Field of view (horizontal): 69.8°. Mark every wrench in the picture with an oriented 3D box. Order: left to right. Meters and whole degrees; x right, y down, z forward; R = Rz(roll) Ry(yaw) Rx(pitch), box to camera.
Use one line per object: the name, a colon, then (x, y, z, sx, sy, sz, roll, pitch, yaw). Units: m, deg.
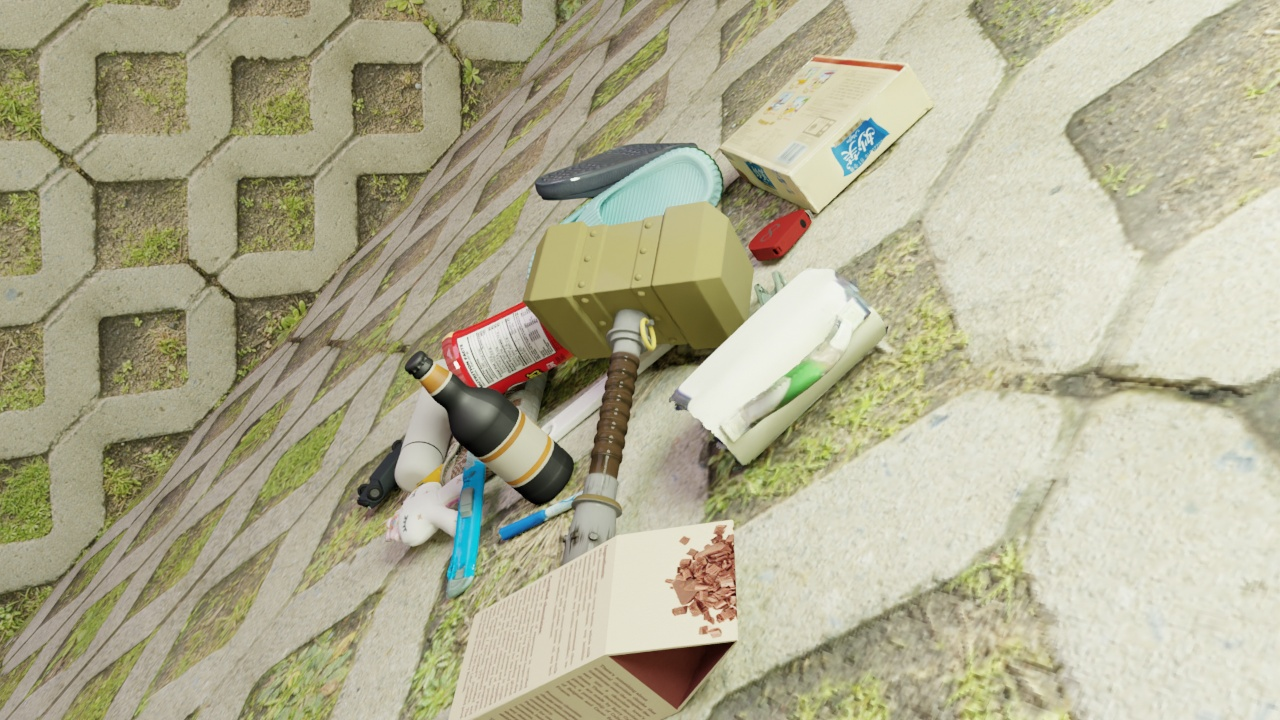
wrench: (-0.005, 0.005, 0.910, 0.274, 0.018, 0.066, -39, 26, 16)

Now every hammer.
hammer: (-0.020, 0.034, 0.771, 0.191, 0.101, 0.324, -5, 57, 25)

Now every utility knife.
utility knife: (-0.171, 0.140, 0.913, 0.031, 0.015, 0.206, -13, 46, 11)

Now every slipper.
slipper: (-0.026, -0.150, 1.069, 0.276, 0.116, 0.069, -36, -10, 10)
slipper: (-0.019, -0.226, 1.178, 0.111, 0.083, 0.267, 8, 26, 41)

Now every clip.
clip: (0.118, -0.050, 0.798, 0.043, 0.023, 0.075, -34, 29, 20)

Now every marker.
marker: (-0.075, 0.133, 0.826, 0.142, 0.013, 0.013, -29, 29, 31)

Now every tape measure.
tape measure: (-0.238, 0.154, 1.022, 0.068, 0.030, 0.058, -39, 23, 15)
tape measure: (0.133, -0.119, 0.884, 0.058, 0.019, 0.051, -47, 22, -22)

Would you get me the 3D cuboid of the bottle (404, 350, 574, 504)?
bottle: (-0.141, 0.057, 0.840, 0.059, 0.181, 0.059, -35, 26, 20)

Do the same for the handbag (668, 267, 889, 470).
handbag: (0.105, 0.009, 0.642, 0.151, 0.074, 0.176, -44, 6, -2)

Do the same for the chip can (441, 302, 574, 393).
chip can: (-0.096, -0.033, 0.971, 0.213, 0.087, 0.087, -26, 28, 7)

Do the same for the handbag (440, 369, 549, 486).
handbag: (-0.162, 0.059, 1.032, 0.124, 0.047, 0.185, -33, 28, 25)

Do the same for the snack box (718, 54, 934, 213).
snack box: (0.183, -0.241, 0.951, 0.153, 0.055, 0.207, -43, 24, 4)

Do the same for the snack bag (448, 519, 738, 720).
snack bag: (-0.022, 0.182, 0.599, 0.207, 0.070, 0.094, -33, 27, 24)

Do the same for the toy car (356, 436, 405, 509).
toy car: (-0.311, 0.139, 1.152, 0.046, 0.034, 0.112, -4, 46, 55)

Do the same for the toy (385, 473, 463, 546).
toy: (-0.224, 0.159, 0.957, 0.126, 0.037, 0.075, -17, 47, 28)

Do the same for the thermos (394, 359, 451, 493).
thermos: (-0.259, 0.079, 1.143, 0.052, 0.052, 0.223, -35, 26, 20)
